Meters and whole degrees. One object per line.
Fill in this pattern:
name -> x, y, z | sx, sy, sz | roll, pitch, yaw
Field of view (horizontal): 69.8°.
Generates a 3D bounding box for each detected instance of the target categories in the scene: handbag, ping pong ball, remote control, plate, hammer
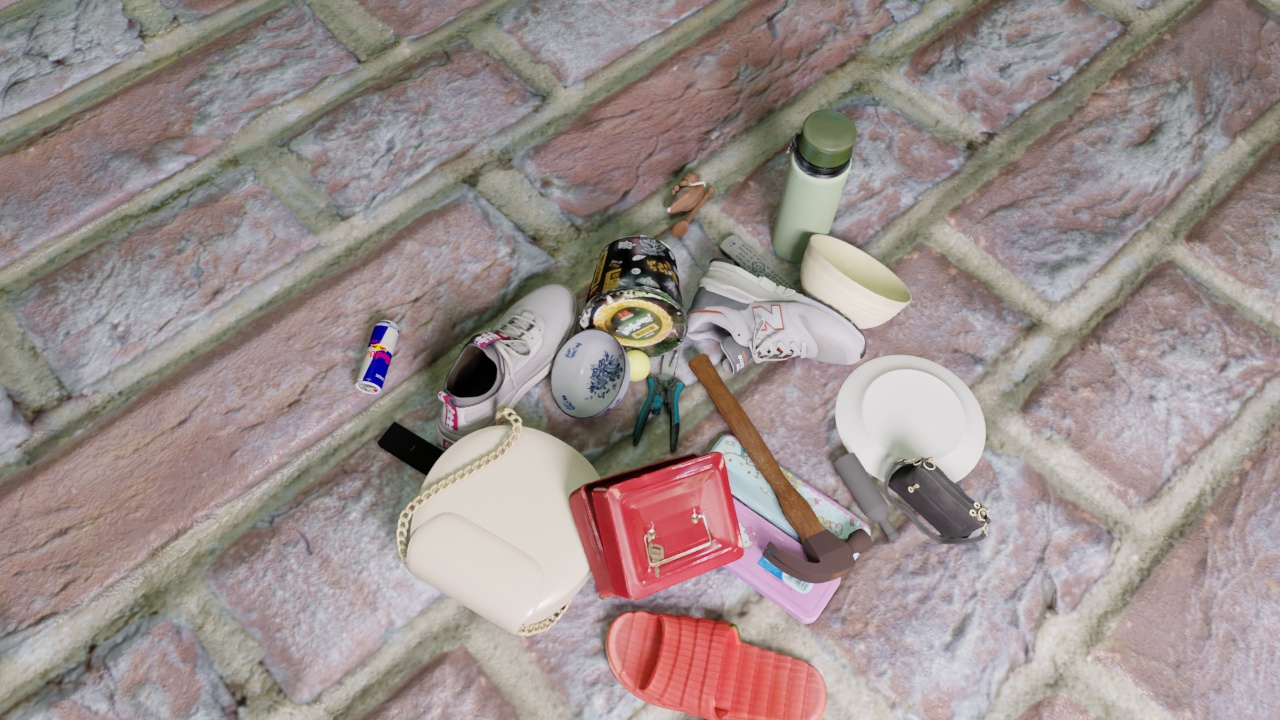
handbag -> 0.348, 0.162, 1.066 | 0.128, 0.079, 0.054 | 44, 65, 10
ping pong ball -> -0.007, 0.007, 1.167 | 0.040, 0.040, 0.040 | 1, 61, -1
remote control -> 0.164, -0.122, 1.256 | 0.033, 0.013, 0.136 | -39, 69, -20
plate -> 0.341, 0.072, 1.154 | 0.188, 0.016, 0.188 | 1, 61, -1
hammer -> 0.145, 0.119, 1.093 | 0.115, 0.033, 0.322 | -17, 57, -23
remote control -> -0.248, 0.125, 1.112 | 0.150, 0.013, 0.034 | 29, 65, 13
handbag -> -0.144, 0.179, 1.028 | 0.211, 0.103, 0.208 | 28, 63, 8

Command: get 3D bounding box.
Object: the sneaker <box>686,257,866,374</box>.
sneaker -> 0.157, -0.031, 1.174 | 0.240, 0.089, 0.124 | 31, 69, 24

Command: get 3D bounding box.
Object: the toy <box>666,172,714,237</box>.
toy -> 0.065, -0.226, 1.297 | 0.055, 0.042, 0.101 | 40, 57, -6

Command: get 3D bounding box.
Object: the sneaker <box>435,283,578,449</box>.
sneaker -> -0.166, -0.014, 1.126 | 0.097, 0.129, 0.262 | 29, 63, 13

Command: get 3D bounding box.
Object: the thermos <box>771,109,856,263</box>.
thermos -> 0.220, -0.224, 1.189 | 0.082, 0.232, 0.082 | 0, 62, -1

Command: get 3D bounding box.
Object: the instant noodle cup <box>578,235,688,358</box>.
instant noodle cup -> -0.007, -0.086, 1.173 | 0.137, 0.137, 0.112 | 2, 52, 0

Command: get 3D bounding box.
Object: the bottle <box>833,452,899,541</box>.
bottle -> 0.273, 0.165, 1.094 | 0.030, 0.030, 0.113 | -23, 64, -13

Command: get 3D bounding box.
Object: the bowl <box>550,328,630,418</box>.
bowl -> -0.054, 0.020, 1.143 | 0.114, 0.045, 0.114 | -9, 73, 32

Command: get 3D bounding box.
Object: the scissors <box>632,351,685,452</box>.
scissors -> 0.025, 0.053, 1.156 | 0.147, 0.019, 0.123 | -36, 67, -21

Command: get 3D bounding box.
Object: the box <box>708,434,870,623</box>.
box -> 0.149, 0.191, 1.079 | 0.214, 0.035, 0.150 | 33, 62, 15

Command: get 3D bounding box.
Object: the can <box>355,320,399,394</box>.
can -> -0.334, -0.005, 1.170 | 0.032, 0.032, 0.095 | 8, 62, 3

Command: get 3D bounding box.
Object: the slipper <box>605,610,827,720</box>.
slipper -> 0.081, 0.332, 0.983 | 0.249, 0.059, 0.103 | 16, 62, 5

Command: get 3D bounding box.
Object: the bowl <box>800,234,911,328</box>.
bowl -> 0.267, -0.092, 1.193 | 0.150, 0.075, 0.150 | 24, 27, -14

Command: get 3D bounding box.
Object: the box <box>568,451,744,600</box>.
box -> 0.017, 0.176, 0.992 | 0.157, 0.111, 0.134 | -11, 86, -32

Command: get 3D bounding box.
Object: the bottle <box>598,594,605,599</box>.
bottle -> -0.025, 0.225, 1.056 | 0.025, 0.025, 0.105 | 20, 63, 9
